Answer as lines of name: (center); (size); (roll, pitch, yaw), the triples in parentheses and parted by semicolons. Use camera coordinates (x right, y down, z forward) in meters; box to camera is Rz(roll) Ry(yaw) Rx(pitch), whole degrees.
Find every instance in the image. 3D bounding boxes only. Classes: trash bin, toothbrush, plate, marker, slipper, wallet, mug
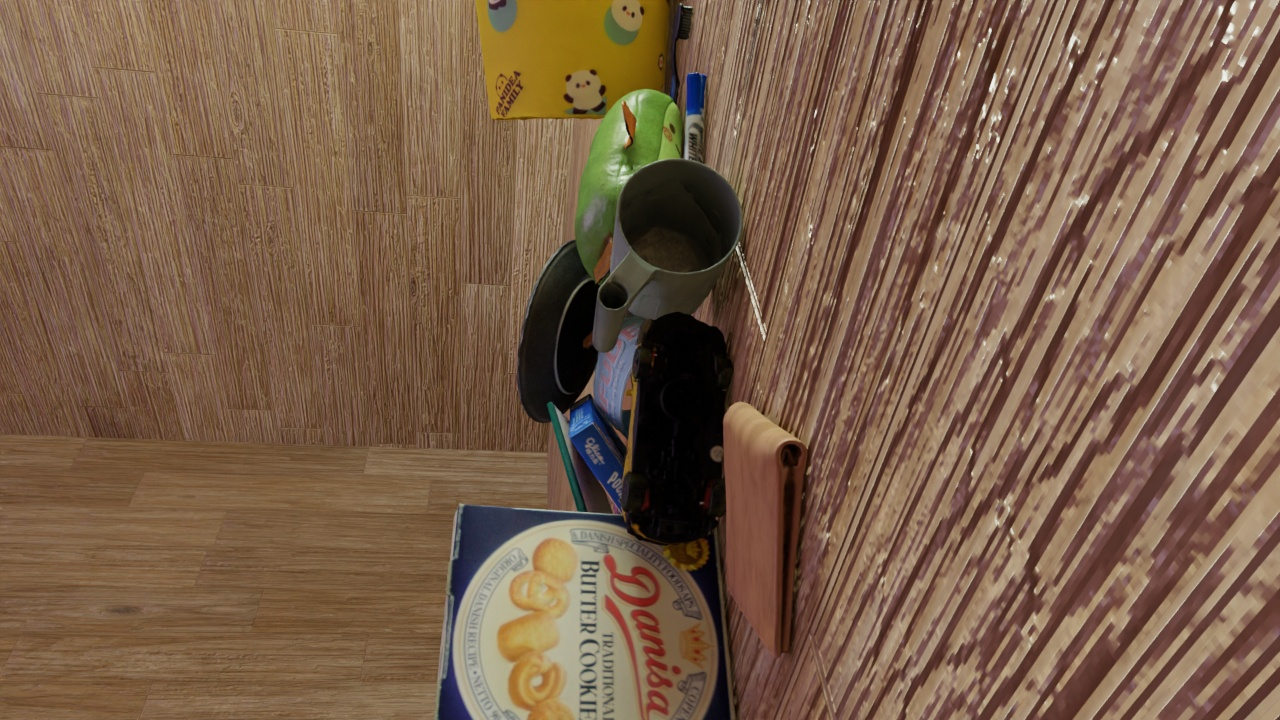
trash bin: (-0.069, -0.380, 0.943); (0.229, 0.229, 0.255); (-116, 24, -74)
toothbrush: (0.032, -0.245, 0.877); (0.014, 0.016, 0.190); (-110, 20, -48)
plate: (-0.064, -0.025, 0.869); (0.179, 0.024, 0.179); (14, -91, -72)
marker: (0.043, -0.160, 0.745); (0.017, 0.017, 0.145); (164, 109, -82)
slipper: (-0.005, 0.005, 0.830); (0.245, 0.074, 0.104); (-101, 16, -65)
wallet: (0.065, 0.088, 0.501); (0.101, 0.020, 0.115); (-132, 43, -78)
mug: (0.008, -0.065, 0.637); (0.123, 0.083, 0.103); (-51, -6, -16)

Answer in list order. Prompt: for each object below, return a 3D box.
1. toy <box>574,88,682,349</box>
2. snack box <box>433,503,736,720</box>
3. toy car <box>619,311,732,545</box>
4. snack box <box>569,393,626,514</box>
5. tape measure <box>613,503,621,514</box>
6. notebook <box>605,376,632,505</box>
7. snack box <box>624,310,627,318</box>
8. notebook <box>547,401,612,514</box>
toy: (-0.009, -0.141, 0.806); (0.227, 0.090, 0.246); (91, -172, -65)
snack box: (-0.035, 0.184, 0.585); (0.046, 0.182, 0.177); (106, 165, -52)
toy car: (0.025, 0.045, 0.615); (0.041, 0.071, 0.155); (139, 136, -74)
snack box: (-0.031, 0.081, 0.819); (0.084, 0.026, 0.157); (57, 180, -7)
tape measure: (-0.005, 0.140, 0.911); (0.057, 0.039, 0.058); (-130, 38, -74)
notebook: (-0.016, 0.041, 1.011); (0.148, 0.008, 0.207); (109, 169, -49)
snack box: (-0.020, -0.098, 0.984); (0.085, 0.027, 0.157); (-154, 78, -68)
notebook: (-0.034, 0.151, 0.819); (0.150, 0.012, 0.209); (62, -171, -68)
